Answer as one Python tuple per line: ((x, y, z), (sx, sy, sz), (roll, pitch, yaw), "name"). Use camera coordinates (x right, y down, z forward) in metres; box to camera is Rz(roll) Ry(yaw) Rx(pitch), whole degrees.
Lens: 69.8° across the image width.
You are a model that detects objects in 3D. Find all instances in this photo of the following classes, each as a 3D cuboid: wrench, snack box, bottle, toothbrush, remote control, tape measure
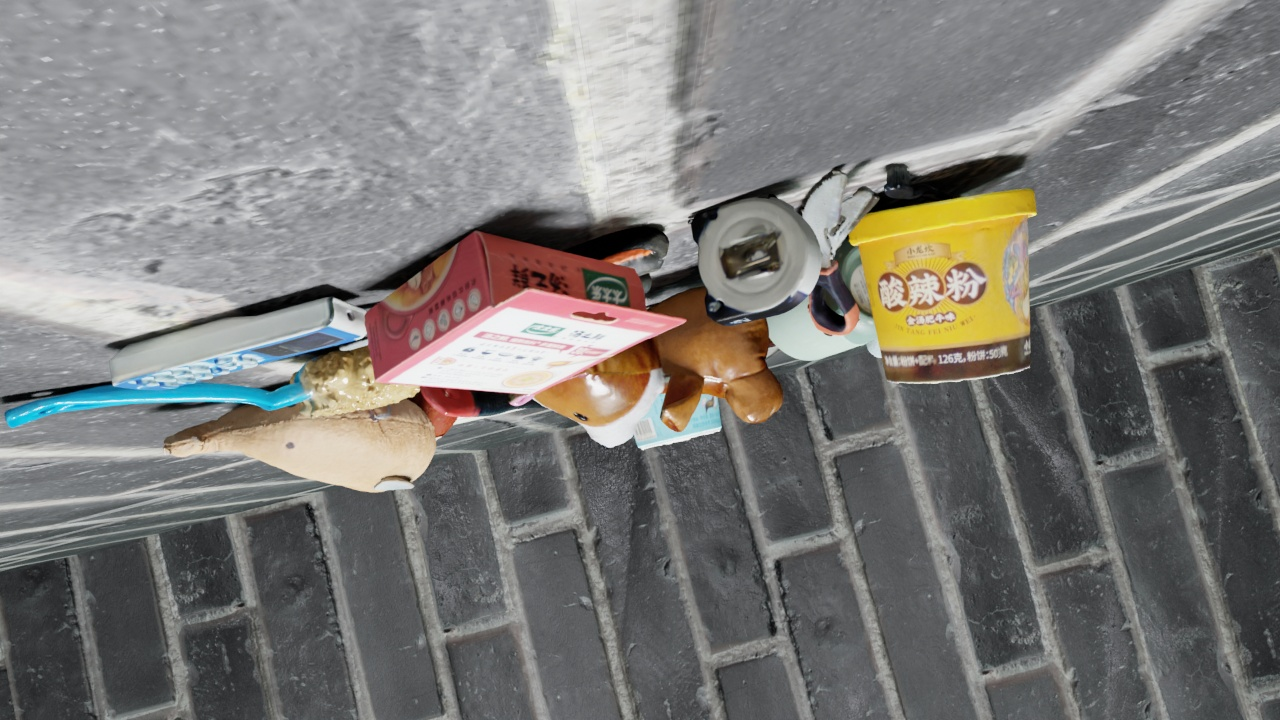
((-0.084, 0.021, 0.718), (0.016, 0.056, 0.273), (-49, 167, 16), "wrench")
((-0.062, -0.024, 0.487), (0.127, 0.044, 0.113), (-26, 158, 37), "snack box")
((-0.194, 0.039, 0.855), (0.059, 0.059, 0.207), (-10, 167, -37), "bottle")
((0.185, -0.109, 0.589), (0.014, 0.017, 0.188), (-7, -178, 31), "toothbrush")
((-0.211, -0.009, 0.484), (0.125, 0.024, 0.049), (-14, 175, 3), "remote control")
((0.064, -0.057, 0.505), (0.066, 0.065, 0.033), (-15, 173, 23), "tape measure")

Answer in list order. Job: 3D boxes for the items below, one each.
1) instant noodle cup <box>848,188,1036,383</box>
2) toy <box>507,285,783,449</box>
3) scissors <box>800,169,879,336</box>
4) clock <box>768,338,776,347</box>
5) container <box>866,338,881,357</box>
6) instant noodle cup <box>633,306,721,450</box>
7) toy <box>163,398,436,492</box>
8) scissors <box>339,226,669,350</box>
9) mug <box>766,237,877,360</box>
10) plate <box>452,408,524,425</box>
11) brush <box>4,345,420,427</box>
((0.204, -0.047, 0.611), (0.118, 0.114, 0.118), (-7, -176, 0), "instant noodle cup")
((-0.004, 0.004, 0.684), (0.199, 0.130, 0.140), (0, -164, -15), "toy")
((0.120, -0.061, 0.591), (0.015, 0.199, 0.205), (-53, -148, -12), "scissors")
((0.146, -0.047, 0.868), (0.121, 0.055, 0.082), (-12, 174, -41), "clock")
((0.249, -0.059, 0.853), (0.090, 0.090, 0.111), (-16, 172, 10), "container")
((0.024, 0.016, 0.840), (0.111, 0.120, 0.111), (-14, 175, -2), "instant noodle cup")
((-0.268, 0.062, 0.754), (0.144, 0.082, 0.225), (-23, 157, 22), "toy")
((-0.077, -0.037, 0.568), (0.221, 0.021, 0.227), (-18, 174, 33), "scissors")
((0.144, -0.053, 0.727), (0.111, 0.082, 0.106), (18, 165, -16), "mug")
((-0.193, 0.049, 1.058), (0.265, 0.034, 0.162), (-11, 174, -30), "plate")
((-0.261, 0.019, 0.598), (0.254, 0.046, 0.083), (-6, 169, -33), "brush")
